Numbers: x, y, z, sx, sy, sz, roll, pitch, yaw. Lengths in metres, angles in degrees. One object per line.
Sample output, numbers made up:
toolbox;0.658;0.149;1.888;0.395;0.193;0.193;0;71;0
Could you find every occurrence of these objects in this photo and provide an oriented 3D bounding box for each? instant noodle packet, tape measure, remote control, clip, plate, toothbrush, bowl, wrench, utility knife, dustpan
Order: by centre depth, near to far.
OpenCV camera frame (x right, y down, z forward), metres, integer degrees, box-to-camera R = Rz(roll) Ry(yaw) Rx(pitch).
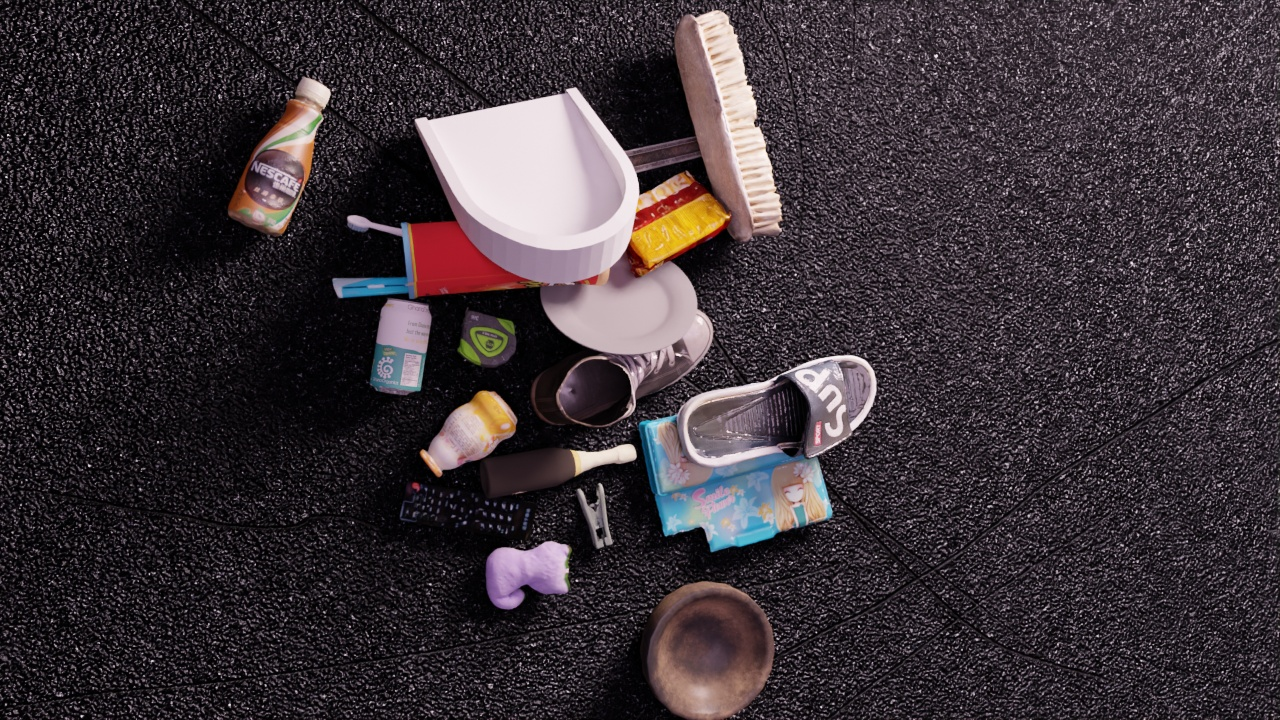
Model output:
dustpan;-0.107;-0.199;0.968;0.191;0.053;0.257;-17;62;-19
utility knife;-0.270;-0.086;1.026;0.140;0.015;0.022;-6;93;-18
toothbrush;-0.216;-0.132;1.033;0.222;0.027;0.027;12;54;-15
plate;-0.024;-0.070;1.042;0.178;0.012;0.178;5;48;-6
tape measure;-0.174;-0.021;1.044;0.065;0.036;0.058;17;78;-12
remote control;-0.197;0.172;1.053;0.150;0.022;0.047;13;89;-14
instant noodle packet;0.029;-0.161;1.075;0.135;0.040;0.098;-31;60;-13
clip;-0.053;0.185;1.092;0.037;0.023;0.075;-15;98;-16
wrench;0.008;-0.242;1.100;0.273;0.010;0.070;-16;96;-15
bowl;0.074;0.344;1.108;0.162;0.070;0.162;-1;92;-16

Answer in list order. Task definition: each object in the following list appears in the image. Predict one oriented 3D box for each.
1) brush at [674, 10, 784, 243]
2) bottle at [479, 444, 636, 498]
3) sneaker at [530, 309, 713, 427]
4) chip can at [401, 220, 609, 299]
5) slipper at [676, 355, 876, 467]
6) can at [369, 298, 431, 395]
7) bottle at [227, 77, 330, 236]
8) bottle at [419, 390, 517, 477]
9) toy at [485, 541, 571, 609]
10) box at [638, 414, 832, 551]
brush;0.102;-0.271;1.076;0.056;0.083;0.271;-18;96;-15
bottle;-0.092;0.122;1.068;0.184;0.045;0.045;-8;94;-22
sneaker;-0.006;0.006;1.049;0.234;0.120;0.095;-21;97;-17
chip can;-0.145;-0.116;0.994;0.213;0.087;0.087;-6;94;-14
slipper;0.175;0.064;1.098;0.263;0.063;0.111;-11;93;-13
can;-0.263;-0.015;1.008;0.055;0.055;0.101;9;90;-16
bottle;-0.375;-0.216;0.967;0.059;0.059;0.167;24;85;-15
bottle;-0.193;0.084;1.027;0.109;0.063;0.063;-39;101;-13
toy;-0.130;0.251;1.067;0.099;0.036;0.080;0;102;-11
box;0.123;0.138;1.135;0.226;0.039;0.181;-13;94;-16
